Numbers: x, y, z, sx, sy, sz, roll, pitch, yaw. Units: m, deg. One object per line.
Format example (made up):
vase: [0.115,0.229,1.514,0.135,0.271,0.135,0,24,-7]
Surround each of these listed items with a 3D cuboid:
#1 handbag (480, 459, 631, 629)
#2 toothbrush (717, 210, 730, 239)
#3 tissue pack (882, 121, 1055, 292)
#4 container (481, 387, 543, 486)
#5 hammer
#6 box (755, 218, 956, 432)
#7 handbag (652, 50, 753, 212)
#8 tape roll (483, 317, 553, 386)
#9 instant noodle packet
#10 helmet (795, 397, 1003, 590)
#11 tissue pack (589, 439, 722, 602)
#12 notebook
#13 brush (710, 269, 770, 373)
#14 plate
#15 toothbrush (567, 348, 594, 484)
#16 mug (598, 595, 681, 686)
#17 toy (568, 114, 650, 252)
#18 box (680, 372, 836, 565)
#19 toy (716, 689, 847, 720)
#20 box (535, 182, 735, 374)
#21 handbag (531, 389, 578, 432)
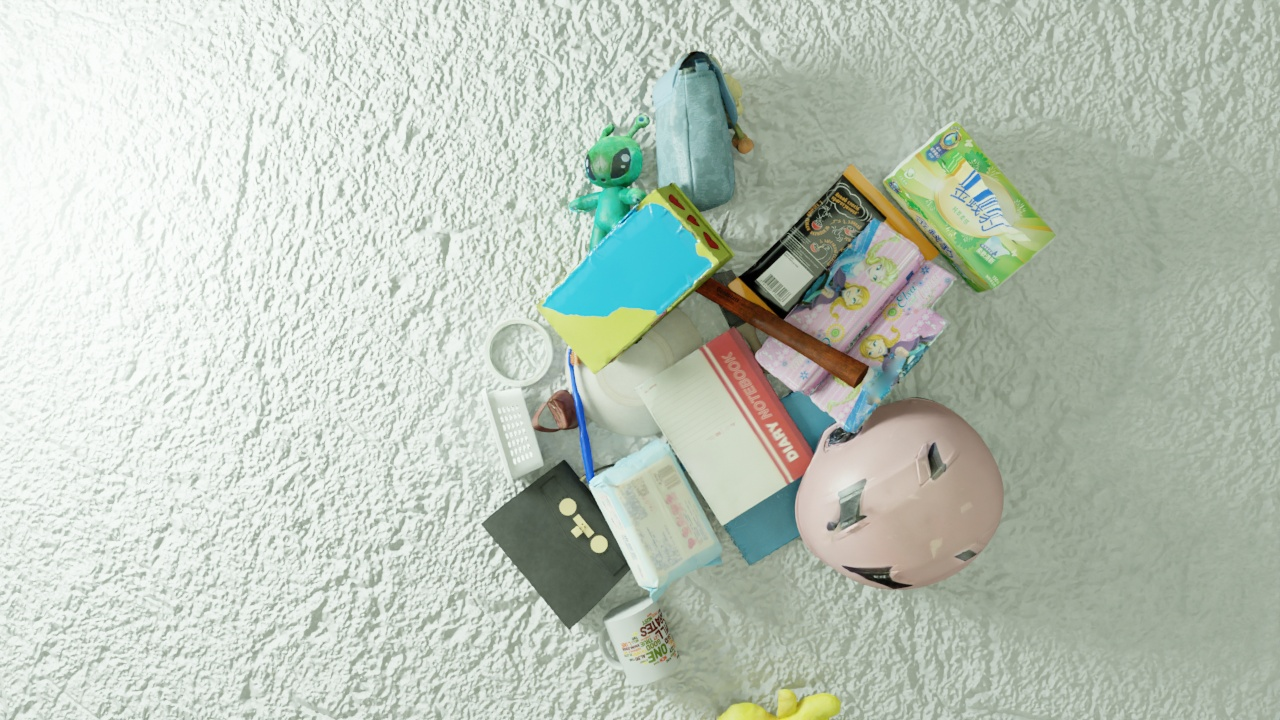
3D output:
handbag: [-0.076,0.216,1.212,0.195,0.072,0.176,-40,89,-6]
toothbrush: [0.098,-0.163,1.115,0.010,0.181,0.010,-41,86,-1]
tissue pack: [0.403,-0.188,1.110,0.197,0.141,0.120,43,94,2]
container: [-0.165,0.093,1.197,0.049,0.081,0.129,-17,93,-7]
hammer: [0.146,-0.054,1.134,0.301,0.028,0.111,33,83,26]
box: [0.270,-0.042,1.115,0.159,0.035,0.230,42,95,28]
handbag: [0.080,-0.283,1.147,0.118,0.122,0.192,-7,92,-17]
tape roll: [-0.162,-0.011,1.225,0.093,0.013,0.093,0,92,4]
instant noodle packet: [0.248,-0.116,1.179,0.221,0.032,0.160,-45,91,5]
helmet: [0.321,0.179,1.115,0.255,0.152,0.230,-24,104,3]
tissue pack: [0.021,0.205,1.179,0.111,0.070,0.182,-27,91,-26]
notebook: [0.112,0.083,1.170,0.153,0.012,0.208,-33,91,1]
brush: [0.135,-0.050,1.201,0.039,0.012,0.151,-27,90,4]
plate: [-0.007,0.007,1.206,0.189,0.027,0.188,0,92,4]
toothbrush: [-0.075,0.073,1.197,0.018,0.016,0.182,-10,88,22]
mug: [-0.010,0.370,1.204,0.105,0.073,0.089,-22,90,30]
toy: [-0.032,-0.217,1.181,0.131,0.072,0.193,5,93,40]
box: [0.194,0.142,1.194,0.231,0.033,0.174,-33,90,4]
toy: [0.172,0.497,1.181,0.208,0.092,0.134,-29,93,2]
box: [-0.007,-0.098,1.114,0.124,0.080,0.221,47,113,1]
handbag: [-0.112,0.072,1.170,0.029,0.119,0.055,-27,90,17]
